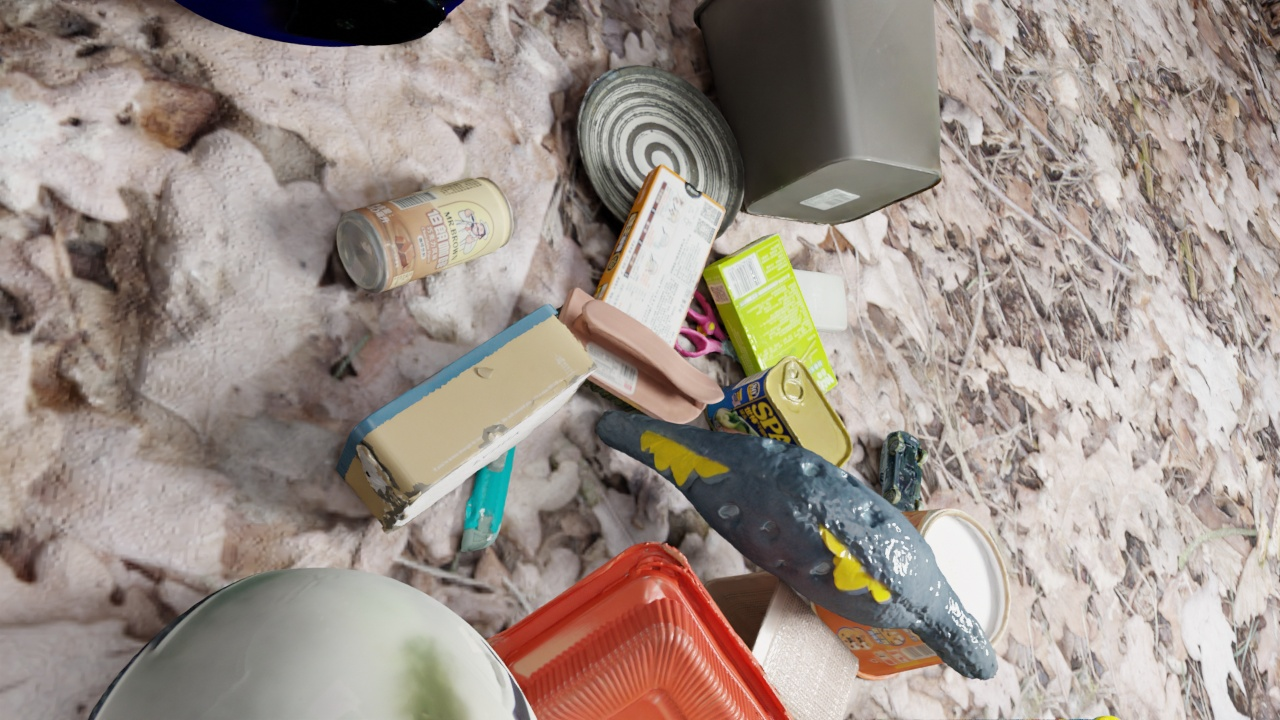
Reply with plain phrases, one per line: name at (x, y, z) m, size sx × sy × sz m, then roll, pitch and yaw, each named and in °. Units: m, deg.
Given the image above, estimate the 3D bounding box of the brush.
brush at (-0.004, 0.004, 0.719) m, size 0.145 × 0.073 × 0.063 m, roll 33°, pitch 54°, yaw -25°

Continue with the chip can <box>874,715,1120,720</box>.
chip can at (0.269, 0.313, 0.710) m, size 0.071 × 0.211 × 0.071 m, roll 15°, pitch 64°, yaw -33°

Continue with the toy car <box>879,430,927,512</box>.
toy car at (0.253, 0.113, 0.894) m, size 0.043 × 0.034 × 0.090 m, roll 26°, pitch 60°, yaw -30°

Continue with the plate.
plate at (0.017, -0.184, 0.836) m, size 0.179 × 0.024 × 0.179 m, roll 9°, pitch 72°, yaw -31°

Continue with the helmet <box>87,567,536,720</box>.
helmet at (-0.124, 0.229, 0.448) m, size 0.229 × 0.157 × 0.274 m, roll -31°, pitch 101°, yaw -58°

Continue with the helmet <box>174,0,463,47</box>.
helmet at (-0.226, -0.321, 0.564) m, size 0.314 × 0.241 × 0.247 m, roll -12°, pitch 79°, yaw -50°

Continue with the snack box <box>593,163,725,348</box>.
snack box at (0.015, -0.084, 0.778) m, size 0.075 × 0.026 × 0.153 m, roll 30°, pitch 68°, yaw -22°

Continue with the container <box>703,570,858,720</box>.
container at (0.096, 0.231, 0.695) m, size 0.111 × 0.090 × 0.090 m, roll 45°, pitch 51°, yaw -19°

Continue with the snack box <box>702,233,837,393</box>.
snack box at (0.120, -0.029, 0.833) m, size 0.085 × 0.026 × 0.156 m, roll -32°, pitch 103°, yaw -34°

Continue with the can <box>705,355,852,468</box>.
can at (0.116, 0.057, 0.780) m, size 0.057 × 0.083 × 0.102 m, roll -38°, pitch 96°, yaw -41°

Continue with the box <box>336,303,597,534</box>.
box at (-0.107, 0.033, 0.608) m, size 0.061 × 0.090 × 0.183 m, roll 48°, pitch 51°, yaw 3°

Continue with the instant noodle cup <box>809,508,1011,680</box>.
instant noodle cup at (0.238, 0.198, 0.798) m, size 0.151 × 0.112 × 0.151 m, roll 14°, pitch 64°, yaw -32°

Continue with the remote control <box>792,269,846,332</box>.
remote control at (0.141, -0.059, 0.884) m, size 0.149 × 0.021 × 0.058 m, roll 3°, pitch 80°, yaw -35°

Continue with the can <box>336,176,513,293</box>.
can at (-0.152, -0.091, 0.654) m, size 0.116 × 0.059 × 0.058 m, roll -28°, pitch 90°, yaw -41°

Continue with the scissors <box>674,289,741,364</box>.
scissors at (0.077, -0.005, 0.823) m, size 0.137 × 0.017 × 0.073 m, roll 38°, pitch 53°, yaw -24°

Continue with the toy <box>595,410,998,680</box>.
toy at (0.126, 0.127, 0.666) m, size 0.356 × 0.138 × 0.091 m, roll 33°, pitch 72°, yaw 1°

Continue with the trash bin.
trash bin at (0.182, -0.263, 0.900) m, size 0.198 × 0.199 × 0.219 m, roll 0°, pitch 79°, yaw -35°

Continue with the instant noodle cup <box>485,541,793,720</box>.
instant noodle cup at (0.000, 0.228, 0.582) m, size 0.164 × 0.079 × 0.189 m, roll -35°, pitch 95°, yaw -1°

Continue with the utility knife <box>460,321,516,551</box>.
utility knife at (-0.102, 0.051, 0.664) m, size 0.029 × 0.013 × 0.181 m, roll 22°, pitch 59°, yaw -29°
